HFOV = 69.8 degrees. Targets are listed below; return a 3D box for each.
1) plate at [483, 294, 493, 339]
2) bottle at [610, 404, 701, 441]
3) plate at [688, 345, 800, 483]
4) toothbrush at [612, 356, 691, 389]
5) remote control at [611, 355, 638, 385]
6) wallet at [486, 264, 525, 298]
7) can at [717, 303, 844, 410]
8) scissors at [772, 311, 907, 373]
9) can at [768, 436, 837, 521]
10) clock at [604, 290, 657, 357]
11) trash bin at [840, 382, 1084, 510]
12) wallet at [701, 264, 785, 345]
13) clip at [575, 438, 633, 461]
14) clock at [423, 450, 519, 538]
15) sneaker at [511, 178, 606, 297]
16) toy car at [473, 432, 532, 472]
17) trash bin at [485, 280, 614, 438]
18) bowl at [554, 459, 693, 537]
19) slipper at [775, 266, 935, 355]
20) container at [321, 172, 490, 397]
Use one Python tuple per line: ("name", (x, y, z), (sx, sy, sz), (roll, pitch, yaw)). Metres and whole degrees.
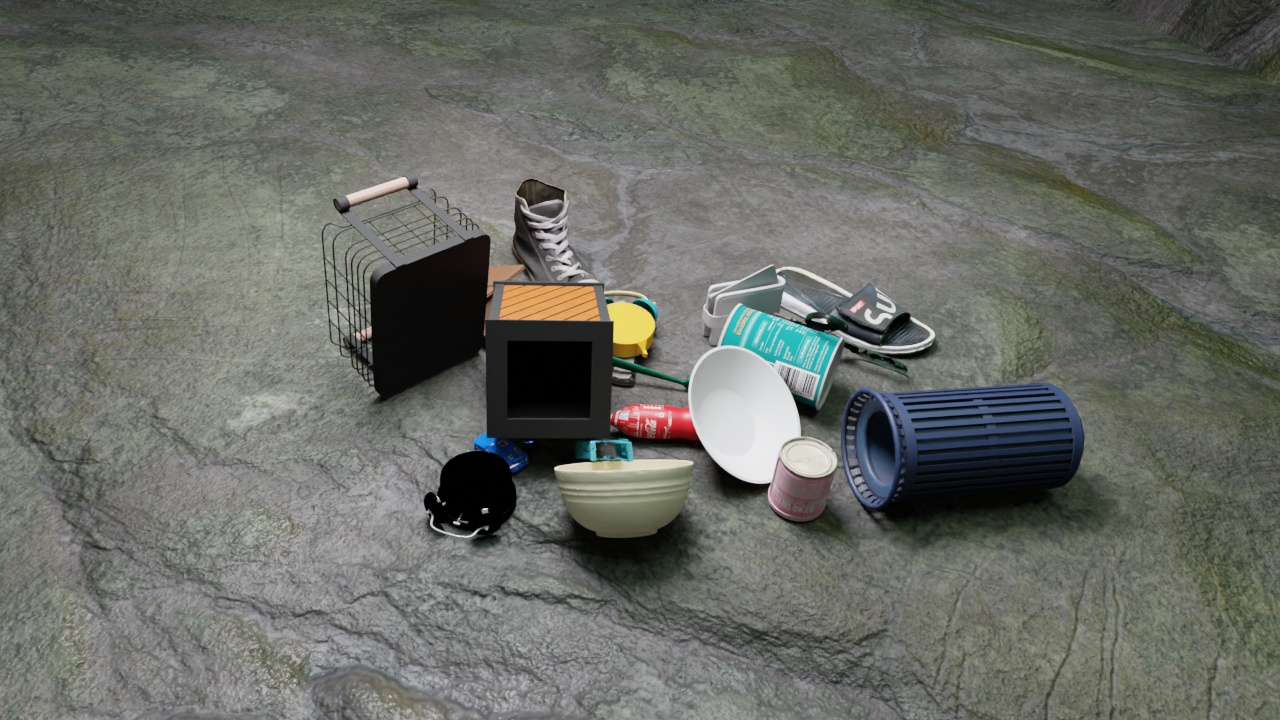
("plate", (-0.169, -0.051, 1.283), (0.131, 0.025, 0.131), (3, 39, -3))
("bottle", (0.019, 0.076, 1.134), (0.141, 0.042, 0.041), (3, 39, -3))
("plate", (0.118, 0.069, 1.118), (0.173, 0.036, 0.173), (16, 60, -30))
("toothbrush", (-0.007, 0.007, 1.212), (0.190, 0.016, 0.017), (17, 39, -2))
("remote control", (-0.018, -0.012, 1.263), (0.033, 0.013, 0.136), (8, 37, 1))
("wallet", (-0.234, -0.107, 1.337), (0.088, 0.013, 0.120), (1, 31, 34))
("can", (0.183, -0.006, 1.209), (0.144, 0.099, 0.099), (20, 41, 17))
("scissors", (0.270, -0.031, 1.228), (0.202, 0.015, 0.206), (22, -3, 9))
("can", (0.185, 0.137, 1.050), (0.067, 0.076, 0.067), (4, 39, -3))
("clock", (-0.024, -0.052, 1.268), (0.099, 0.044, 0.129), (2, 45, -6))
("trash bin", (0.380, 0.095, 1.079), (0.249, 0.139, 0.139), (-3, 39, -13))
("wallet", (0.146, -0.082, 1.288), (0.118, 0.115, 0.037), (-11, 42, -20))
("clip", (-0.059, 0.103, 1.054), (0.120, 0.030, 0.130), (2, -3, 9))
("clock", (-0.186, 0.150, 1.016), (0.091, 0.043, 0.120), (14, 39, 10))
("sneaker", (-0.122, -0.171, 1.365), (0.095, 0.120, 0.234), (-13, 44, -22))
("toy car", (-0.158, 0.094, 1.073), (0.092, 0.062, 0.033), (31, 45, 28))
("trash bin", (-0.110, -0.006, 1.101), (0.139, 0.140, 0.171), (0, 19, -6))
("bowl", (-0.017, 0.149, 0.989), (0.151, 0.075, 0.151), (-2, -3, 0))
("slipper", (0.307, -0.086, 1.358), (0.264, 0.063, 0.111), (28, 44, 30))
("container", (-0.298, -0.090, 1.157), (0.162, 0.242, 0.130), (-29, 58, -36))
